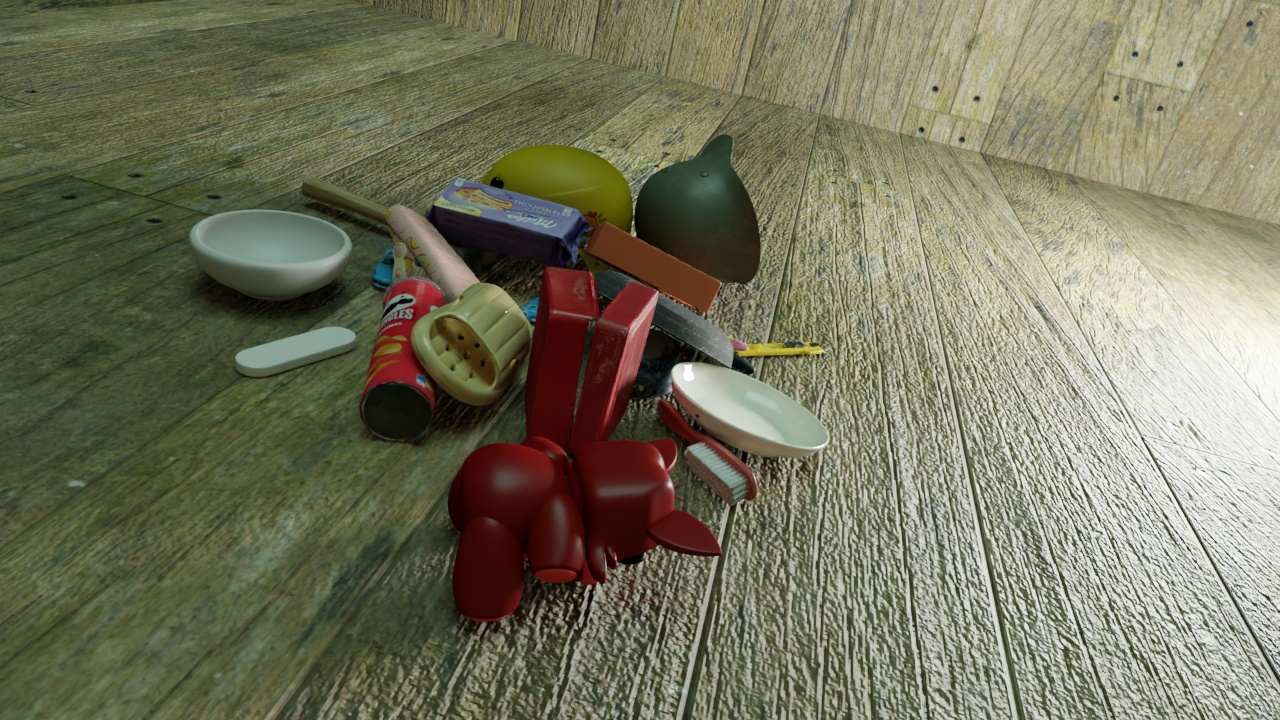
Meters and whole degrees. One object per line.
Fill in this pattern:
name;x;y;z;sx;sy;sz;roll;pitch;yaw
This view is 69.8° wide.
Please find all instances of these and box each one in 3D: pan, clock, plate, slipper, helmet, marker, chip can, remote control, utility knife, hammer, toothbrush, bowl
pan;-0.013;-0.078;1.152;0.207;0.040;0.357;28;3;-37
clock;-0.006;0.006;1.048;0.090;0.052;0.129;24;33;22
plate;0.111;0.059;0.984;0.182;0.034;0.182;20;18;-7
slipper;-0.263;-0.106;1.129;0.197;0.082;0.093;52;13;25
helmet;-0.112;-0.243;1.330;0.240;0.140;0.209;23;22;-22
helmet;0.075;-0.196;1.327;0.153;0.227;0.268;-17;23;-15
marker;0.089;-0.015;1.169;0.139;0.016;0.022;31;55;34
chip can;-0.241;-0.007;0.946;0.073;0.073;0.232;6;28;-12
remote control;-0.361;-0.010;0.967;0.043;0.013;0.136;28;30;28
utility knife;0.178;-0.014;1.207;0.155;0.017;0.030;-5;22;-25
hammer;-0.345;-0.198;1.298;0.323;0.051;0.117;22;28;19
toothbrush;0.085;-0.037;1.197;0.135;0.016;0.021;28;37;34
slipper;-0.154;-0.032;0.975;0.111;0.079;0.261;54;15;-8
bowl;-0.434;-0.117;1.083;0.176;0.066;0.176;10;27;-5

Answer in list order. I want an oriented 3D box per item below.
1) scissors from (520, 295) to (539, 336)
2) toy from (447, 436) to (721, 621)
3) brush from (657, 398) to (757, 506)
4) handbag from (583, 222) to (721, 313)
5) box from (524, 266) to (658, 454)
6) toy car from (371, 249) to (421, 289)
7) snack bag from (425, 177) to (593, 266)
scissors;-0.134;-0.060;1.166;0.083;0.015;0.140;21;26;21
toy;-0.052;0.121;0.728;0.197;0.121;0.158;-4;27;-11
brush;0.056;0.090;0.929;0.030;0.041;0.172;-20;36;-24
handbag;0.009;-0.117;1.226;0.172;0.060;0.109;26;1;-12
box;-0.066;0.000;0.914;0.122;0.158;0.136;17;25;3
toy car;-0.313;-0.121;1.184;0.048;0.032;0.105;11;28;-4
snack bag;-0.172;-0.177;1.209;0.205;0.059;0.096;16;34;3
